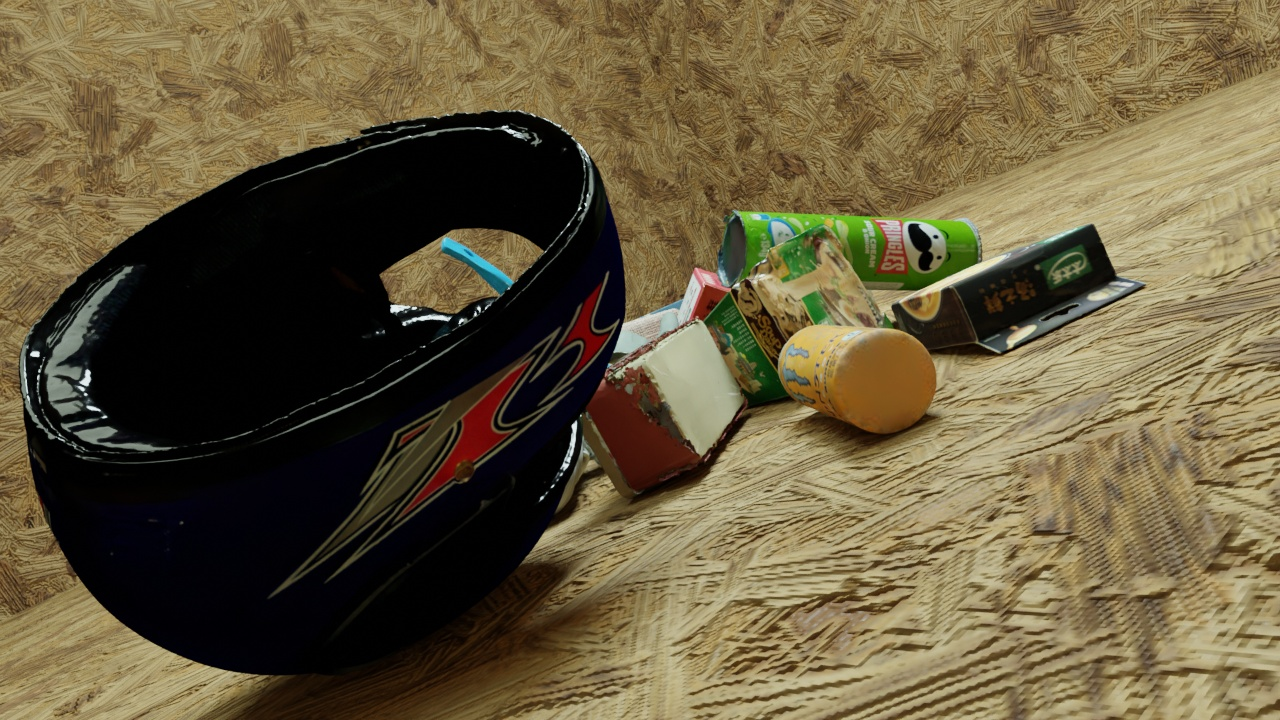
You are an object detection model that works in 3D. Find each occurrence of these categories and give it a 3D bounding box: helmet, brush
[{"bbox_3d":[-0.147,0.031,0.513,0.315,0.247,0.241,-30,-37,-16],"label":"helmet"},{"bbox_3d":[-0.064,-0.013,0.751,0.046,0.254,0.083,-42,26,9],"label":"brush"}]

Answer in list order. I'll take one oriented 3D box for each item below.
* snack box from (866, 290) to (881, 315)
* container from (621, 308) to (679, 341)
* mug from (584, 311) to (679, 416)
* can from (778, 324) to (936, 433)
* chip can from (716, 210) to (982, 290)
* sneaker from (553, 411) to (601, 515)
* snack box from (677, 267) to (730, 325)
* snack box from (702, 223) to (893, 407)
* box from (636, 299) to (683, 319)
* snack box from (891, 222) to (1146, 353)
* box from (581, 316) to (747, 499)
[{"bbox_3d":[0.171,-0.050,0.899,0.153,0.075,0.026,-27,5,-35],"label":"snack box"},{"bbox_3d":[-0.003,-0.004,1.064,0.110,0.090,0.090,-23,4,-35],"label":"container"},{"bbox_3d":[-0.005,0.005,0.915,0.124,0.083,0.103,-45,9,11],"label":"mug"},{"bbox_3d":[0.128,0.008,0.567,0.058,0.058,0.146,-24,4,-3],"label":"can"},{"bbox_3d":[0.191,-0.098,0.840,0.236,0.072,0.072,0,-1,-14],"label":"chip can"},{"bbox_3d":[-0.072,0.075,0.762,0.089,0.090,0.242,-53,20,10],"label":"sneaker"},{"bbox_3d":[0.062,-0.029,0.952,0.044,0.113,0.127,19,13,-5],"label":"snack box"},{"bbox_3d":[0.119,-0.027,0.753,0.117,0.118,0.106,-28,-4,-39],"label":"snack box"},{"bbox_3d":[0.030,-0.022,1.200,0.184,0.090,0.059,-27,-1,-23],"label":"box"},{"bbox_3d":[0.256,-0.046,0.640,0.113,0.053,0.126,-24,0,-8],"label":"snack box"},{"bbox_3d":[0.024,0.023,0.667,0.080,0.091,0.168,-30,2,22],"label":"box"}]
